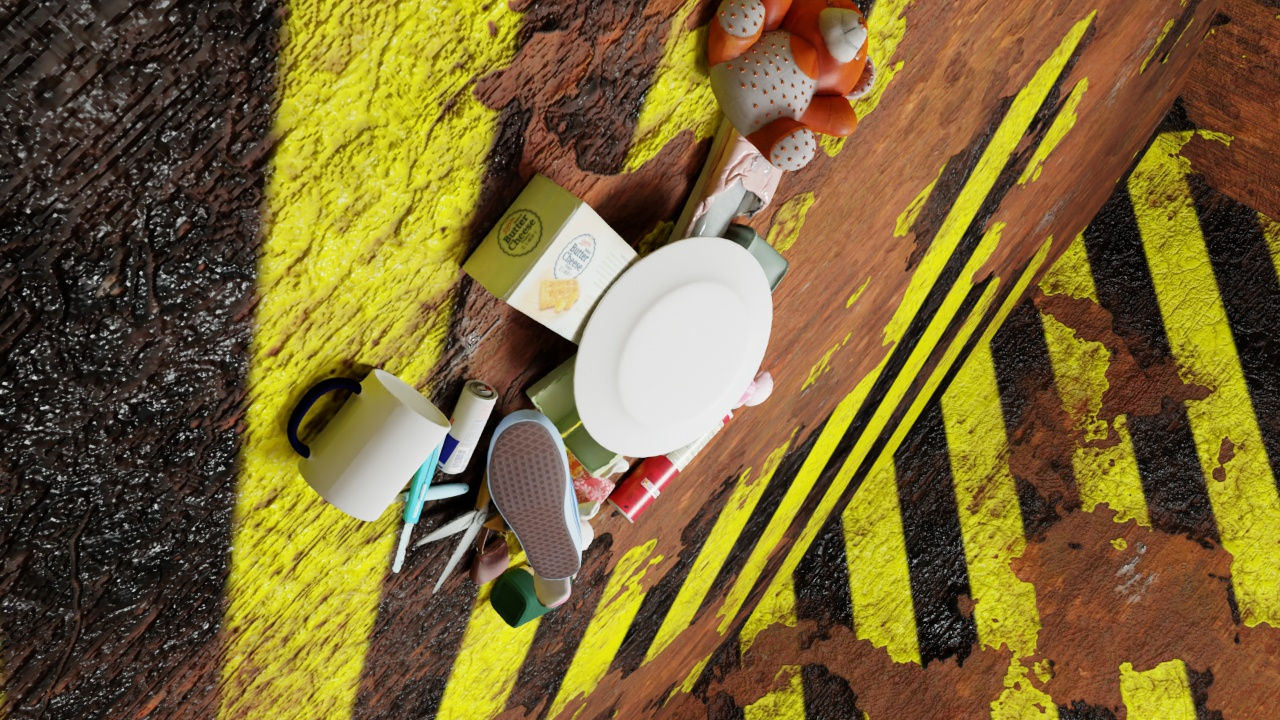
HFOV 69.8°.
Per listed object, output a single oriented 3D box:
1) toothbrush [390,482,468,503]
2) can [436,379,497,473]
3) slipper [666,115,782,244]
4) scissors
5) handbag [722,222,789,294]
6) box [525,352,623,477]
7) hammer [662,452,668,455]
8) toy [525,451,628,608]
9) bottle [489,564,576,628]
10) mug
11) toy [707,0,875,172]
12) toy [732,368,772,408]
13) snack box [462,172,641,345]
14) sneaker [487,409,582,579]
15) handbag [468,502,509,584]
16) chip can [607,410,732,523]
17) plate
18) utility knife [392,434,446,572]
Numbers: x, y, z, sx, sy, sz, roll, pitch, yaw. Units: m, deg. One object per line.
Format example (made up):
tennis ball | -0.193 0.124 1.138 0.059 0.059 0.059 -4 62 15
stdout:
toothbrush | -0.223 0.133 0.904 0.154 0.016 0.022 1 87 -60
can | -0.168 0.065 0.879 0.032 0.032 0.095 -12 136 -54
slipper | 0.107 -0.194 0.960 0.114 0.054 0.275 -10 133 -56
scissors | -0.161 0.152 1.006 0.224 0.016 0.230 -9 125 -62
handbag | 0.101 -0.091 1.046 0.067 0.106 0.122 36 93 -25
box | -0.016 0.024 0.983 0.188 0.127 0.066 -40 176 -10
hammer | 0.070 0.038 1.125 0.098 0.052 0.329 -41 172 -20
toy | -0.087 0.193 1.133 0.084 0.159 0.194 30 90 -21
bottle | -0.135 0.306 1.244 0.131 0.061 0.061 -12 138 -55
mug | -0.226 0.060 0.736 0.097 0.078 0.112 -51 128 0
toy | 0.147 -0.276 0.842 0.172 0.164 0.093 -39 -163 -24
toy | 0.172 0.044 1.424 0.109 0.047 0.064 -4 121 -54
snack box | -0.061 -0.078 0.831 0.104 0.057 0.207 -52 156 2
sneaker | -0.113 0.128 0.993 0.083 0.098 0.242 -9 130 -1
handbag | -0.175 0.212 1.091 0.055 0.029 0.120 -30 144 -43
chip can | 0.043 0.140 1.329 0.214 0.052 0.052 -46 155 -10
plate | 0.042 -0.006 0.914 0.242 0.016 0.243 -19 126 -28
utility knife | -0.216 0.136 0.886 0.022 0.015 0.162 -5 119 -50
